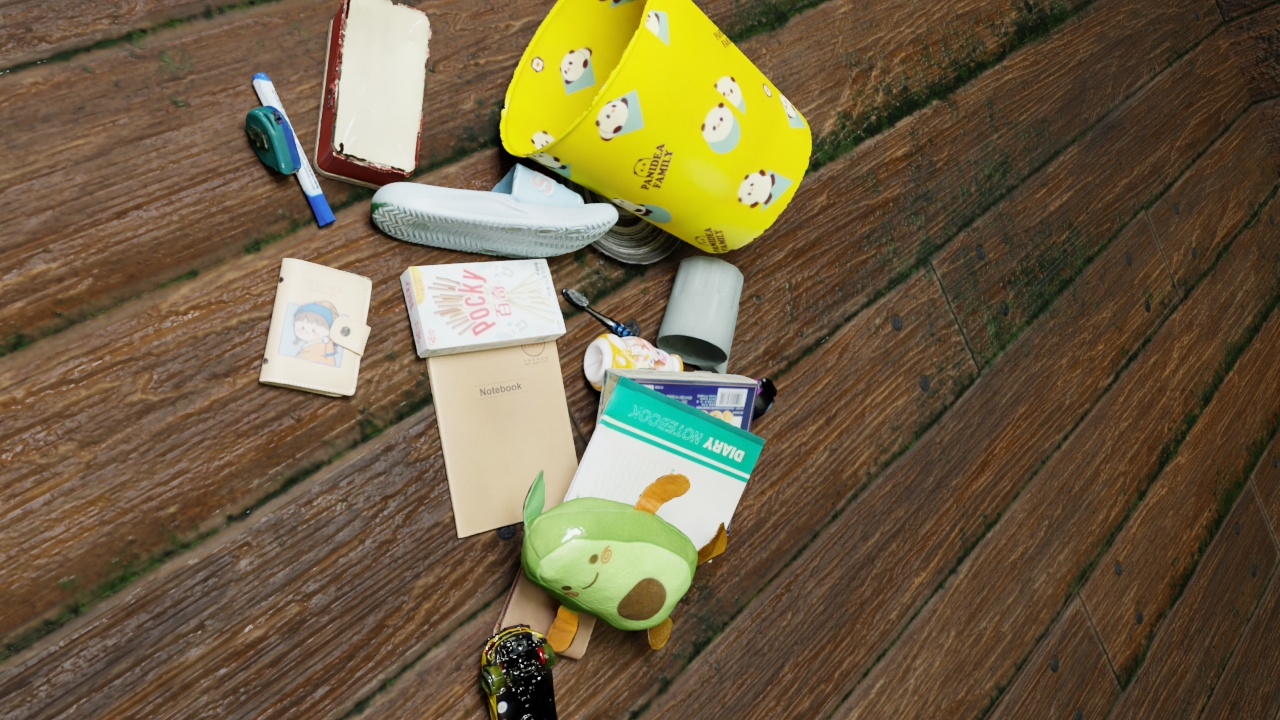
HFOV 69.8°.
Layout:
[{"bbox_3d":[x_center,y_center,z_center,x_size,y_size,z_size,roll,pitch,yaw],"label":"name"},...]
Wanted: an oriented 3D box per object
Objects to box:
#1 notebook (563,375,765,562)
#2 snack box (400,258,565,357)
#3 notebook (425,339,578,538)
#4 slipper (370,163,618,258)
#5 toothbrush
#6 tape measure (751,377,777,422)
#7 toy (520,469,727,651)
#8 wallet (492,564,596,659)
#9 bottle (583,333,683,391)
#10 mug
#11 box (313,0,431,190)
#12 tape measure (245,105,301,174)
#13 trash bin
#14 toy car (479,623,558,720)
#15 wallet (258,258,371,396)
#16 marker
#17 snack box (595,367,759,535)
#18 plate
[{"bbox_3d":[0.028,0.118,0.955,0.209,0.012,0.150,25,89,-34],"label":"notebook"},{"bbox_3d":[-0.155,-0.055,0.921,0.156,0.027,0.084,-9,78,-37],"label":"snack box"},{"bbox_3d":[-0.137,0.061,0.934,0.147,0.008,0.207,-9,88,-36],"label":"notebook"},{"bbox_3d":[-0.143,-0.152,0.912,0.245,0.104,0.074,2,75,-27],"label":"slipper"},{"bbox_3d":[-0.013,-0.028,1.031,0.189,0.016,0.014,35,69,-27],"label":"toothbrush"},{"bbox_3d":[0.128,0.047,1.092,0.039,0.057,0.057,54,43,-9],"label":"tape measure"},{"bbox_3d":[-0.019,0.198,0.888,0.246,0.090,0.227,27,101,-36],"label":"toy"},{"bbox_3d":[-0.083,0.235,0.922,0.101,0.020,0.115,26,82,-30],"label":"wallet"},{"bbox_3d":[-0.006,0.006,1.002,0.108,0.063,0.063,6,79,-35],"label":"bottle"},{"bbox_3d":[0.078,-0.048,1.068,0.124,0.084,0.103,43,56,-53],"label":"mug"},{"bbox_3d":[-0.248,-0.255,0.866,0.091,0.077,0.168,9,78,-33],"label":"box"},{"bbox_3d":[-0.328,-0.197,0.814,0.025,0.054,0.058,-34,134,-37],"label":"tape measure"},{"bbox_3d":[0.025,-0.248,0.947,0.255,0.230,0.229,28,67,-34],"label":"trash bin"},{"bbox_3d":[-0.115,0.333,0.883,0.071,0.041,0.156,-15,103,-33],"label":"toy car"},{"bbox_3d":[-0.291,-0.028,0.834,0.087,0.024,0.115,13,74,-28],"label":"wallet"},{"bbox_3d":[-0.319,-0.193,0.843,0.016,0.017,0.146,-29,99,-35],"label":"marker"},{"bbox_3d":[0.032,0.102,0.988,0.177,0.046,0.182,4,102,-34],"label":"snack box"},{"bbox_3d":[-0.018,-0.197,1.051,0.179,0.024,0.179,5,80,-33],"label":"plate"}]
